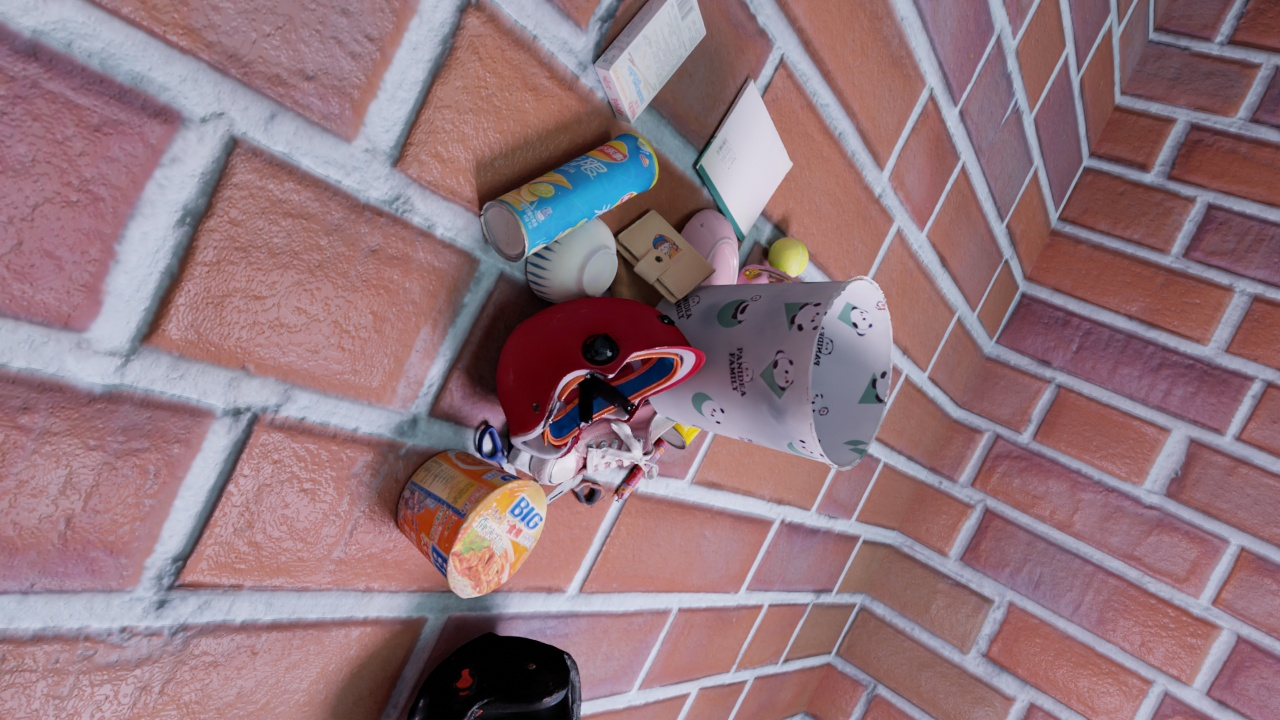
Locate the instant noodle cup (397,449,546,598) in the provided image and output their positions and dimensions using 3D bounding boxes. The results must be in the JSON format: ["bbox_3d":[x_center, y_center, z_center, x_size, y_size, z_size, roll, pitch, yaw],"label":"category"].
[{"bbox_3d":[-0.200,0.180,1.060,0.151,0.111,0.152,-35,139,-37],"label":"instant noodle cup"}]

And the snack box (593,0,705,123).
[{"bbox_3d":[0.014,-0.355,1.044,0.156,0.027,0.085,-53,148,-15],"label":"snack box"}]

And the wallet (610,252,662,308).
[{"bbox_3d":[-0.003,-0.072,1.181,0.115,0.020,0.101,33,50,-52],"label":"wallet"}]

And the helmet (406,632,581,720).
[{"bbox_3d":[-0.192,0.483,1.191,0.273,0.231,0.234,-25,118,-46],"label":"helmet"}]

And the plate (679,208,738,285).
[{"bbox_3d":[0.096,-0.117,1.303,0.191,0.039,0.193,-37,135,-49],"label":"plate"}]

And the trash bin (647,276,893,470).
[{"bbox_3d":[0.154,0.002,1.149,0.229,0.252,0.230,-13,107,-51],"label":"trash bin"}]

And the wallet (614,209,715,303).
[{"bbox_3d":[0.028,-0.131,1.158,0.087,0.115,0.024,-40,172,-28],"label":"wallet"}]

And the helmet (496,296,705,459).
[{"bbox_3d":[-0.061,-0.001,1.057,0.240,0.144,0.207,-28,162,-2],"label":"helmet"}]

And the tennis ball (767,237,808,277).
[{"bbox_3d":[0.238,-0.166,1.479,0.065,0.065,0.066,-35,139,-37],"label":"tennis ball"}]

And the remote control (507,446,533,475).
[{"bbox_3d":[-0.131,0.123,1.189,0.056,0.020,0.136,-61,158,-8],"label":"remote control"}]

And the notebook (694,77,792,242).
[{"bbox_3d":[0.151,-0.280,1.316,0.150,0.012,0.209,-58,149,-7],"label":"notebook"}]

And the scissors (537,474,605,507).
[{"bbox_3d":[-0.082,0.164,1.293,0.188,0.015,0.224,-55,155,-18],"label":"scissors"}]

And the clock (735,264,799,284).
[{"bbox_3d":[0.196,-0.097,1.401,0.059,0.117,0.159,-62,171,-23],"label":"clock"}]

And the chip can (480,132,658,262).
[{"bbox_3d":[-0.073,-0.182,1.006,0.209,0.071,0.071,-36,140,-36],"label":"chip can"}]

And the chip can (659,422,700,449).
[{"bbox_3d":[0.107,0.041,1.443,0.213,0.072,0.072,-47,145,-22],"label":"chip can"}]

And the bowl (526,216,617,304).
[{"bbox_3d":[-0.069,-0.114,1.069,0.116,0.066,0.117,-35,139,-37],"label":"bowl"}]

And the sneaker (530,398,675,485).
[{"bbox_3d":[-0.028,0.106,1.199,0.240,0.088,0.118,-23,137,-33],"label":"sneaker"}]

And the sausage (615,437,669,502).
[{"bbox_3d":[0.009,0.162,1.441,0.155,0.020,0.020,-49,146,-21],"label":"sausage"}]

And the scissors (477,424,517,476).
[{"bbox_3d":[-0.163,0.124,1.168,0.144,0.012,0.170,-57,151,-10],"label":"scissors"}]
